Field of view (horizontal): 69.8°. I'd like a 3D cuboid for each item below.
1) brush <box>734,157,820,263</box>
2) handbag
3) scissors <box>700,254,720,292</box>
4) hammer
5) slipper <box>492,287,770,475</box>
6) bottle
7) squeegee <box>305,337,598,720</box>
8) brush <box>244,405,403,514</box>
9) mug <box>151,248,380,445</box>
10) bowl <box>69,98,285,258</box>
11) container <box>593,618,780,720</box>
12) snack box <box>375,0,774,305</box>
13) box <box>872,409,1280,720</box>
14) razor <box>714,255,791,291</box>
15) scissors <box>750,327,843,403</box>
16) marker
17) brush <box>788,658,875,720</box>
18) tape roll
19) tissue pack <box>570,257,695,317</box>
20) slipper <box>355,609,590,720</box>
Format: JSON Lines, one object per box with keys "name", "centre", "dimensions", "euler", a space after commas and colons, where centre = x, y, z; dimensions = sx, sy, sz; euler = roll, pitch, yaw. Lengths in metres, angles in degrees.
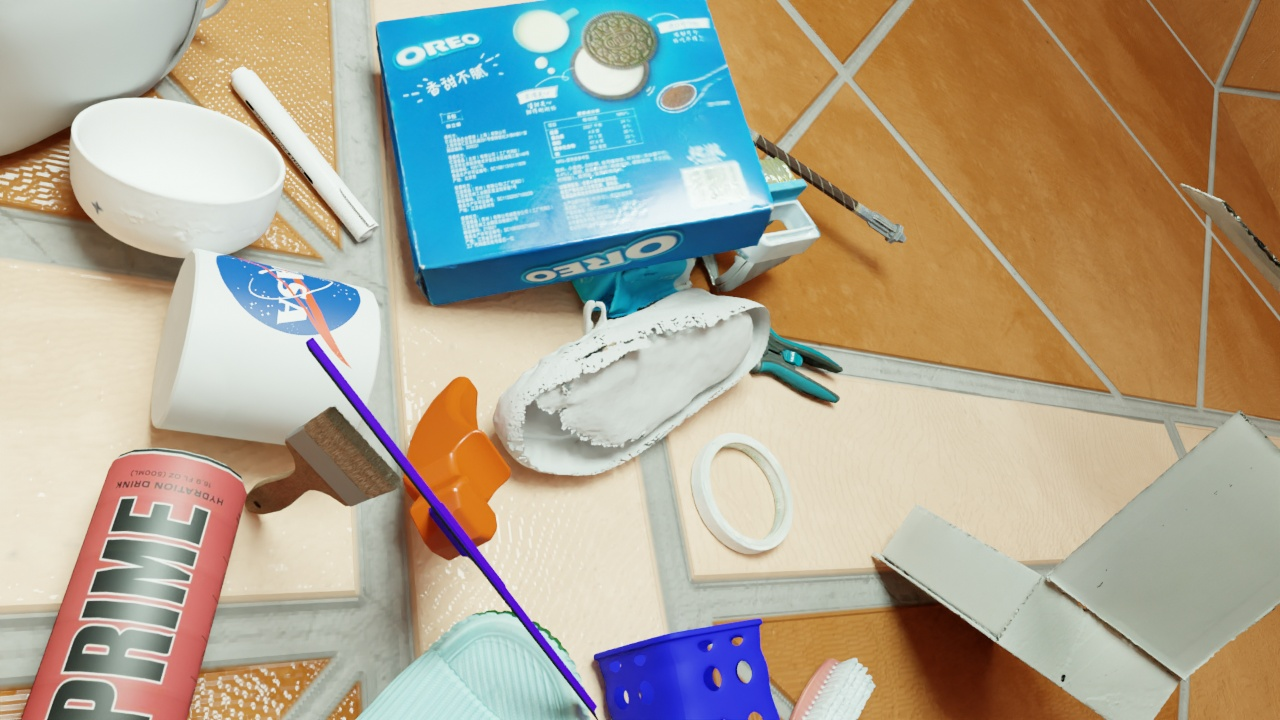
{"name": "brush", "centre": [0.076, -0.111, 0.706], "dimensions": [0.135, 0.056, 0.075], "euler": [-16, 68, -44]}
{"name": "handbag", "centre": [-0.275, -0.205, 0.438], "dimensions": [0.095, 0.223, 0.215], "euler": [48, 46, -9]}
{"name": "scissors", "centre": [0.055, -0.148, 0.822], "dimensions": [0.154, 0.015, 0.209], "euler": [-7, 72, -43]}
{"name": "hammer", "centre": [0.126, -0.193, 0.854], "dimensions": [0.322, 0.044, 0.098], "euler": [29, 37, -19]}
{"name": "slipper", "centre": [-0.004, 0.004, 0.647], "dimensions": [0.246, 0.075, 0.112], "euler": [-27, 116, -42]}
{"name": "bottle", "centre": [-0.226, 0.130, 0.403], "dimensions": [0.062, 0.062, 0.176], "euler": [21, 54, -29]}
{"name": "squeegee", "centre": [-0.103, 0.059, 0.506], "dimensions": [0.250, 0.055, 0.184], "euler": [60, 6, -27]}
{"name": "brush", "centre": [-0.163, 0.057, 0.438], "dimensions": [0.045, 0.143, 0.008], "euler": [52, 47, -15]}
{"name": "mug", "centre": [-0.202, -0.011, 0.492], "dimensions": [0.090, 0.091, 0.121], "euler": [13, 24, -34]}
{"name": "bowl", "centre": [-0.252, -0.094, 0.500], "dimensions": [0.105, 0.054, 0.104], "euler": [18, 34, -13]}
{"name": "container", "centre": [0.034, 0.222, 0.546], "dimensions": [0.084, 0.085, 0.113], "euler": [4, 65, -37]}
{"name": "snack box", "centre": [-0.049, -0.156, 0.635], "dimensions": [0.238, 0.056, 0.195], "euler": [-11, 71, -9]}
{"name": "box", "centre": [0.389, 0.139, 0.586], "dimensions": [0.166, 0.508, 0.148], "euler": [35, 53, -20]}
{"name": "razor", "centre": [0.072, -0.122, 0.785], "dimensions": [0.088, 0.048, 0.116], "euler": [-29, 83, -47]}
{"name": "scissors", "centre": [0.121, -0.008, 0.789], "dimensions": [0.138, 0.019, 0.129], "euler": [-28, 92, -37]}
{"name": "marker", "centre": [-0.216, -0.134, 0.588], "dimensions": [0.133, 0.020, 0.017], "euler": [52, 49, -4]}
{"name": "brush", "centre": [0.113, 0.266, 0.624], "dimensions": [0.041, 0.030, 0.171], "euler": [53, 46, -2]}
{"name": "tape roll", "centre": [0.079, 0.101, 0.700], "dimensions": [0.093, 0.013, 0.092], "euler": [19, 55, -30]}
{"name": "tissue pack", "centre": [-0.021, -0.105, 0.700], "dimensions": [0.092, 0.062, 0.144], "euler": [-20, 80, -44]}
{"name": "slipper", "centre": [-0.109, 0.230, 0.421], "dimensions": [0.116, 0.070, 0.275], "euler": [30, 49, 7]}
